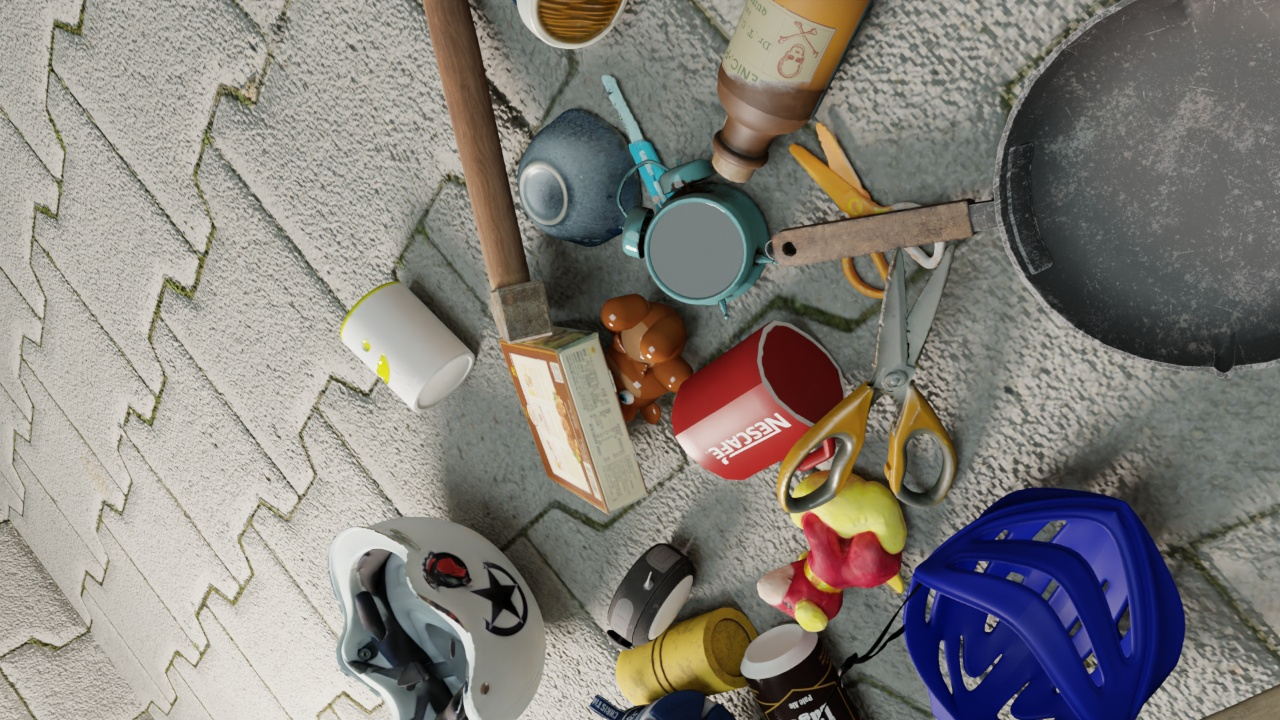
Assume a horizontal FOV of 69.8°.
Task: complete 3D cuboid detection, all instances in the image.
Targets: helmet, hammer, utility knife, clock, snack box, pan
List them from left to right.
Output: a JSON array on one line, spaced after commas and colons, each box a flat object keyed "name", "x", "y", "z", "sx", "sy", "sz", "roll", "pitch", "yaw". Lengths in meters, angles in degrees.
[{"name": "helmet", "x": -0.206, "y": 0.273, "z": 0.979, "sx": 0.264, "sy": 0.163, "sz": 0.237, "roll": 51, "pitch": 130, "yaw": 14}, {"name": "hammer", "x": -0.128, "y": -0.165, "z": 0.738, "sx": 0.158, "sy": 0.037, "sz": 0.301, "roll": -161, "pitch": 58, "yaw": -78}, {"name": "snack box", "x": -0.060, "y": 0.045, "z": 0.785, "sx": 0.147, "sy": 0.041, "sz": 0.143, "roll": 12, "pitch": 122, "yaw": 63}, {"name": "utility knife", "x": 0.007, "y": -0.141, "z": 0.688, "sx": 0.022, "sy": 0.015, "sz": 0.158, "roll": -27, "pitch": 95, "yaw": 20}, {"name": "clock", "x": 0.012, "y": 0.214, "z": 0.821, "sx": 0.044, "sy": 0.091, "sz": 0.123, "roll": 31, "pitch": 123, "yaw": 22}, {"name": "clock", "x": 0.034, "y": -0.092, "z": 0.655, "sx": 0.124, "sy": 0.053, "sz": 0.090, "roll": 42, "pitch": 111, "yaw": 4}, {"name": "helmet", "x": 0.209, "y": 0.194, "z": 0.560, "sx": 0.148, "sy": 0.227, "sz": 0.242, "roll": 42, "pitch": 147, "yaw": 33}, {"name": "pan", "x": 0.231, "y": -0.089, "z": 0.520, "sx": 0.358, "sy": 0.040, "sz": 0.208, "roll": -3, "pitch": 111, "yaw": 40}, {"name": "hammer", "x": 0.290, "y": 0.215, "z": 0.496, "sx": 0.030, "sy": 0.331, "sz": 0.119, "roll": -121, "pitch": 6, "yaw": -72}]

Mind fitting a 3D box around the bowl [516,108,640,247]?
[{"name": "bowl", "x": -0.058, "y": -0.136, "z": 0.716, "sx": 0.110, "sy": 0.055, "sz": 0.110, "roll": 18, "pitch": 122, "yaw": 31}]

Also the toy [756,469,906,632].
[{"name": "toy", "x": 0.153, "y": 0.148, "z": 0.701, "sx": 0.105, "sy": 0.067, "sz": 0.138, "roll": 31, "pitch": 117, "yaw": 19}]

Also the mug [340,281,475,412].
[{"name": "mug", "x": -0.227, "y": -0.013, "z": 0.898, "sx": 0.106, "sy": 0.082, "sz": 0.083, "roll": 42, "pitch": 132, "yaw": 12}]

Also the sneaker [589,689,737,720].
[{"name": "sneaker", "x": 0.072, "y": 0.390, "z": 0.846, "sx": 0.269, "sy": 0.103, "sz": 0.133, "roll": 43, "pitch": 151, "yaw": -18}]

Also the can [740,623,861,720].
[{"name": "can", "x": 0.141, "y": 0.292, "z": 0.773, "sx": 0.072, "sy": 0.071, "sz": 0.128, "roll": -22, "pitch": 98, "yaw": 43}]

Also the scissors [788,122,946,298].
[{"name": "scissors", "x": 0.149, "y": -0.106, "z": 0.595, "sx": 0.084, "sy": 0.012, "sz": 0.133, "roll": -22, "pitch": 99, "yaw": 42}]

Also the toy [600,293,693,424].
[{"name": "toy", "x": -0.004, "y": 0.004, "z": 0.744, "sx": 0.095, "sy": 0.065, "sz": 0.128, "roll": 45, "pitch": 139, "yaw": 23}]

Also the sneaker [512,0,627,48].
[{"name": "sneaker", "x": -0.046, "y": -0.359, "z": 0.570, "sx": 0.127, "sy": 0.120, "sz": 0.295, "roll": 54, "pitch": 141, "yaw": 34}]

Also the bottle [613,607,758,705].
[{"name": "bottle", "x": 0.032, "y": 0.283, "z": 0.858, "sx": 0.164, "sy": 0.070, "sz": 0.071, "roll": -35, "pitch": 89, "yaw": 44}]

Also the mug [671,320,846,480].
[{"name": "mug", "x": 0.098, "y": 0.039, "z": 0.673, "sx": 0.116, "sy": 0.080, "sz": 0.097, "roll": 34, "pitch": 137, "yaw": -19}]

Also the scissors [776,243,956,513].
[{"name": "scissors", "x": 0.171, "y": 0.025, "z": 0.594, "sx": 0.166, "sy": 0.016, "sz": 0.226, "roll": 10, "pitch": 126, "yaw": -14}]

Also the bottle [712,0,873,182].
[{"name": "bottle", "x": 0.086, "y": -0.182, "z": 0.566, "sx": 0.068, "sy": 0.067, "sz": 0.157, "roll": 39, "pitch": 131, "yaw": 16}]
